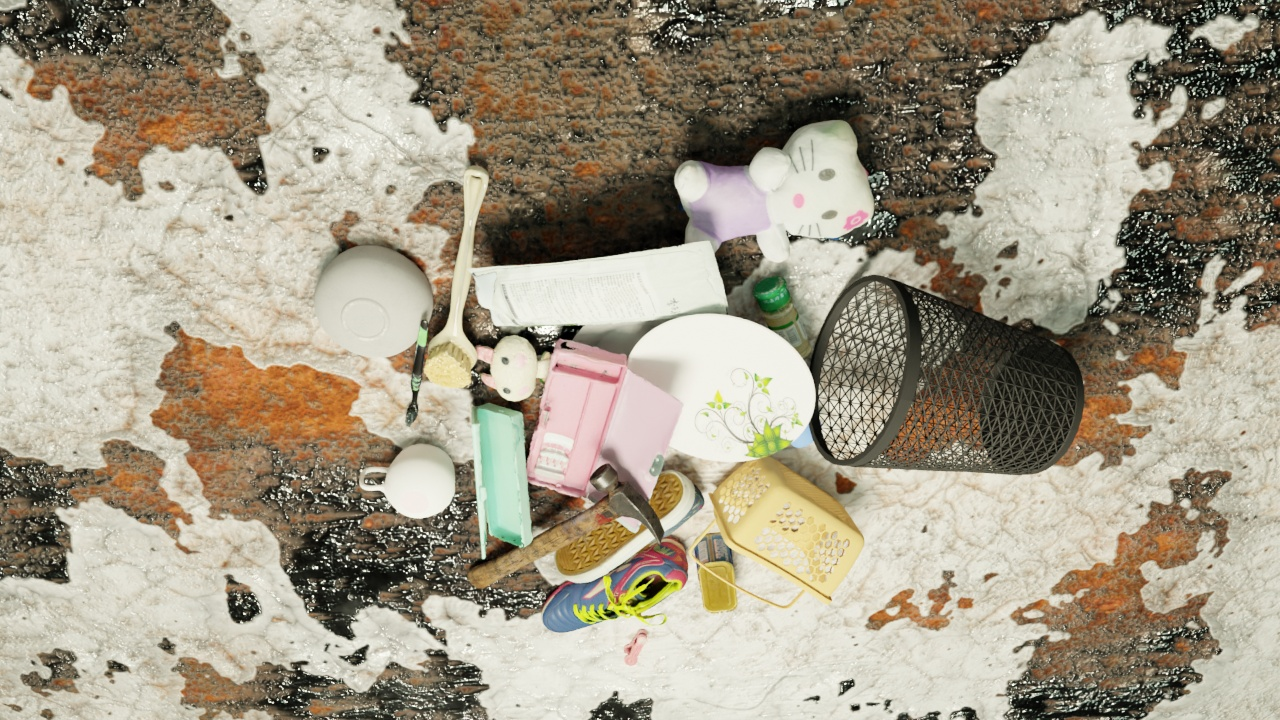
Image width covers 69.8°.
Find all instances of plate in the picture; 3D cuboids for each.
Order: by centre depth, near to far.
[{"bbox_3d":[0.095,0.030,1.107,0.229,0.030,0.230,8,130,9],"label":"plate"},{"bbox_3d":[-0.007,0.007,1.135,0.173,0.019,0.173,-1,120,-1],"label":"plate"}]

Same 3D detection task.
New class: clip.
[{"bbox_3d":[-0.007,0.432,1.377,0.022,0.035,0.058,23,113,-11],"label":"clip"}]

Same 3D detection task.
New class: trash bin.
[{"bbox_3d":[0.353,0.033,1.060,0.243,0.216,0.217,11,120,-16],"label":"trash bin"}]

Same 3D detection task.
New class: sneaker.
[{"bbox_3d":[-0.011,0.233,1.237,0.236,0.087,0.079,-35,140,20],"label":"sneaker"},{"bbox_3d":[-0.042,0.333,1.284,0.242,0.091,0.116,-33,118,17],"label":"sneaker"}]

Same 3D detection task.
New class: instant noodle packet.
[{"bbox_3d":[-0.044,-0.082,1.023,0.269,0.057,0.147,-5,153,12],"label":"instant noodle packet"}]

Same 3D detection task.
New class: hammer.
[{"bbox_3d":[-0.116,0.245,1.214,0.331,0.033,0.120,-33,104,35],"label":"hammer"}]

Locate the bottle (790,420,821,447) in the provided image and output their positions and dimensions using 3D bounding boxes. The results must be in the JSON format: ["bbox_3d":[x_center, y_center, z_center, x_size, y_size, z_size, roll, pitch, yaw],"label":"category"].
[{"bbox_3d":[0.171,0.052,1.149,0.048,0.048,0.131,-37,115,18],"label":"bottle"}]

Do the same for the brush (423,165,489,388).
[{"bbox_3d":[-0.205,-0.089,1.052,0.062,0.077,0.273,6,115,-15],"label":"brush"}]

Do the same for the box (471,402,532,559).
[{"bbox_3d":[-0.195,0.154,1.155,0.077,0.079,0.189,15,115,37],"label":"box"}]

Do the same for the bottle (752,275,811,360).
[{"bbox_3d":[0.171,-0.047,1.095,0.043,0.042,0.110,-22,120,11],"label":"bottle"}]

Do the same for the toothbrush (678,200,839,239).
[{"bbox_3d":[0.137,-0.161,1.042,0.190,0.016,0.017,9,112,-6],"label":"toothbrush"}]

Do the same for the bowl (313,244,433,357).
[{"bbox_3d":[-0.311,-0.061,1.061,0.132,0.064,0.132,-1,120,-1],"label":"bowl"}]

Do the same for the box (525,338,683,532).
[{"bbox_3d":[-0.048,0.093,1.141,0.180,0.055,0.233,24,127,7],"label":"box"}]

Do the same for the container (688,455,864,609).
[{"bbox_3d":[0.174,0.236,1.209,0.183,0.129,0.167,33,104,-21],"label":"container"}]

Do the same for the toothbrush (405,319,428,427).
[{"bbox_3d":[-0.271,0.019,1.110,0.014,0.017,0.188,17,135,-4],"label":"toothbrush"}]

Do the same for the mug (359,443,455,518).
[{"bbox_3d":[-0.301,0.157,1.183,0.124,0.076,0.090,5,120,-4],"label":"mug"}]

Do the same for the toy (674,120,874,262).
[{"bbox_3d":[0.144,-0.177,0.987,0.209,0.085,0.138,-12,120,0],"label":"toy"}]

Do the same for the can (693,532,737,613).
[{"bbox_3d":[0.106,0.299,1.287,0.054,0.059,0.100,-8,120,3],"label":"can"}]

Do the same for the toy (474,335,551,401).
[{"bbox_3d":[-0.150,0.010,1.119,0.112,0.050,0.087,7,120,4],"label":"toy"}]
